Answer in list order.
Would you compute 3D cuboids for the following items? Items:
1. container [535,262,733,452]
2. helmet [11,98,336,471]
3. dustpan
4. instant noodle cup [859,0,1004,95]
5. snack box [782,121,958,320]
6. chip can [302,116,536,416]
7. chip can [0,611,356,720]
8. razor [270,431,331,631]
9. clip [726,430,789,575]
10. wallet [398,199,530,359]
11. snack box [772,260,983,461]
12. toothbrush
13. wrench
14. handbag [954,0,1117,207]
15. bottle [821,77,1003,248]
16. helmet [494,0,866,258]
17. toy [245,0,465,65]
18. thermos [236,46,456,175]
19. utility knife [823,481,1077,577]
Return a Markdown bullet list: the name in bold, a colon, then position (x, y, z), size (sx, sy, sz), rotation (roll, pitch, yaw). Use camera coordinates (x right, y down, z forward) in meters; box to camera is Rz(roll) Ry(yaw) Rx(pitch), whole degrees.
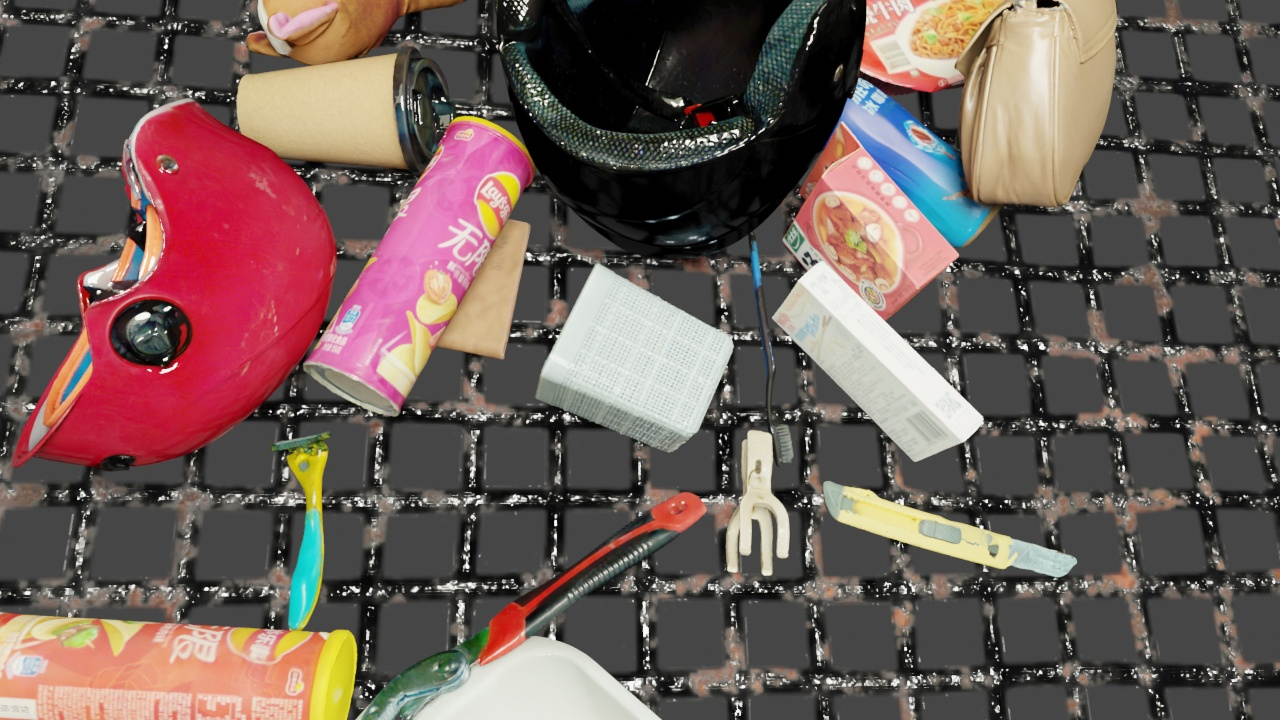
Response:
- **container**: position (-0.004, 0.004, 0.646), size (0.111, 0.090, 0.090), rotation (26, 73, -1)
- **helmet**: position (-0.280, -0.033, 0.581), size (0.143, 0.207, 0.240), rotation (21, 85, -33)
- **dustpan**: position (-0.074, 0.262, 0.502), size (0.222, 0.258, 0.142), rotation (-36, 101, -23)
- **instant noodle cup**: position (0.212, -0.295, 0.771), size (0.194, 0.066, 0.193), rotation (2, 72, -7)
- **snack box**: position (0.157, -0.093, 0.680), size (0.044, 0.113, 0.127), rotation (-36, 80, -14)
- **chip can**: position (-0.149, -0.068, 0.638), size (0.071, 0.071, 0.210), rotation (24, 68, 1)
- **chip can**: position (-0.290, 0.196, 0.559), size (0.216, 0.073, 0.073), rotation (4, 73, -3)
- **razor**: position (-0.226, 0.115, 0.617), size (0.043, 0.028, 0.132), rotation (-11, 70, 15)
- **clip**: position (0.080, 0.110, 0.660), size (0.035, 0.092, 0.103), rotation (4, 38, -5)
- **wallet**: position (-0.141, -0.063, 0.686), size (0.101, 0.020, 0.115), rotation (10, 70, -5)
- **snack box**: position (0.167, 0.004, 0.667), size (0.026, 0.085, 0.157), rotation (-41, 82, -15)
- **toothbrush**: position (0.098, -0.012, 0.702), size (0.016, 0.014, 0.189), rotation (-2, 73, -9)
- **wrench**: position (-0.065, 0.165, 0.604), size (0.272, 0.056, 0.016), rotation (-33, 123, -25)
- **handbag**: position (0.282, -0.197, 0.660), size (0.100, 0.148, 0.203), rotation (8, 31, 30)
- **bottle**: position (0.188, -0.177, 0.733), size (0.218, 0.065, 0.065), rotation (37, 73, 5)
- **helmet**: position (0.031, -0.207, 0.641), size (0.233, 0.231, 0.274), rotation (26, 62, 13)
- **toy**: position (-0.212, -0.298, 0.696), size (0.199, 0.140, 0.130), rotation (-45, 110, -13)
- **thermos**: position (-0.216, -0.183, 0.681), size (0.143, 0.093, 0.093), rotation (-2, 73, 2)
- **utility knife**: position (0.227, 0.128, 0.677), size (0.196, 0.020, 0.031), rotation (17, 78, -6)
